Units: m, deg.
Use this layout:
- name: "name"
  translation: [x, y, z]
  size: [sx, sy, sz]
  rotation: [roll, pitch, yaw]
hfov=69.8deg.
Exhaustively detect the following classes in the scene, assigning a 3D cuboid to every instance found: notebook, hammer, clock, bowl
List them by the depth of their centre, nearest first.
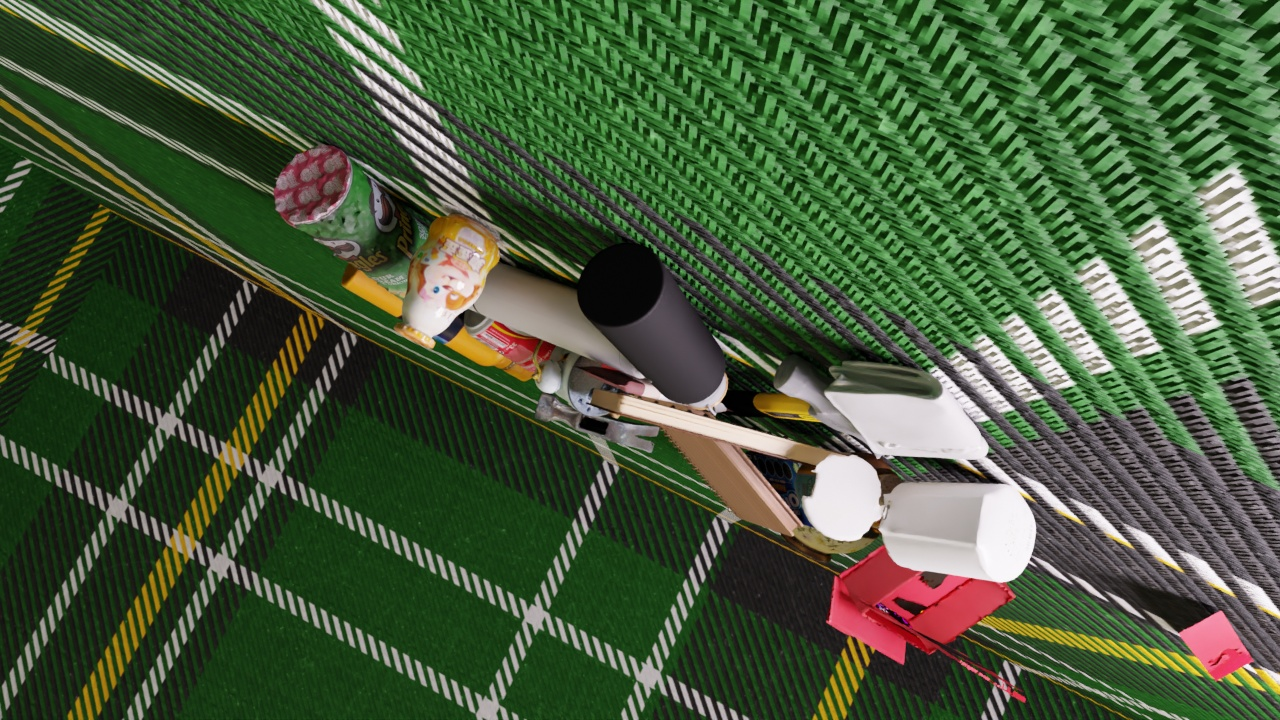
- name: "hammer"
  translation: [0.113, 0.040, 0.819]
  size: [0.127, 0.029, 0.324]
  rotation: [29, 171, -14]
- name: "notebook"
  translation: [0.068, 0.063, 0.855]
  size: [0.225, 0.024, 0.167]
  rotation: [16, 177, -11]
- name: "clock"
  translation: [-0.061, 0.006, 0.943]
  size: [0.117, 0.083, 0.057]
  rotation: [34, 175, -40]
- name: "notebook"
  translation: [0.084, 0.114, 1.079]
  size: [0.210, 0.022, 0.169]
  rotation: [50, 166, -11]
- name: "hammer"
  translation: [-0.040, 0.063, 1.128]
  size: [0.132, 0.033, 0.330]
  rotation: [17, -177, 2]
- name: "bowl"
  translation: [0.224, 0.210, 1.166]
  size: [0.145, 0.063, 0.145]
  rotation: [25, -169, -5]

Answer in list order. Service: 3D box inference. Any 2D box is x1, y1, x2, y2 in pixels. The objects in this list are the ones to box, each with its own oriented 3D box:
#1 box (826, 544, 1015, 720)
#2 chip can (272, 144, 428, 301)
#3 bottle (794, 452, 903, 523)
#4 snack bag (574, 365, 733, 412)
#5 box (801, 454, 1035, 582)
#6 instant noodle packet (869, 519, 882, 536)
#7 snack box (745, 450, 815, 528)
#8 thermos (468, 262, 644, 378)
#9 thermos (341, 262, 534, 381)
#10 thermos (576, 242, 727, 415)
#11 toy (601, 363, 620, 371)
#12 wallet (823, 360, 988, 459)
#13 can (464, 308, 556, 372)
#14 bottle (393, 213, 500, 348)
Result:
- name: "box"
  translation: [0.229, 0.411, 1.037]
  size: [0.215, 0.511, 0.141]
  rotation: [37, -178, -44]
- name: "chip can"
  translation: [-0.231, -0.105, 0.832]
  size: [0.075, 0.075, 0.223]
  rotation: [22, 169, 25]
- name: "bottle"
  translation: [0.205, 0.121, 0.875]
  size: [0.068, 0.067, 0.157]
  rotation: [28, 170, -7]
- name: "snack bag"
  translation: [0.016, 0.025, 0.807]
  size: [0.057, 0.013, 0.157]
  rotation: [23, -174, 43]
- name: "box"
  translation: [0.224, 0.125, 0.742]
  size: [0.143, 0.083, 0.138]
  rotation: [23, 162, -34]
- name: "instant noodle packet"
  translation: [0.248, 0.169, 1.089]
  size: [0.135, 0.039, 0.099]
  rotation: [26, 169, 0]
- name: "snack box"
  translation: [0.173, 0.145, 1.056]
  size: [0.150, 0.027, 0.082]
  rotation: [172, 79, -73]
- name: "thermos"
  translation: [-0.082, -0.045, 0.814]
  size: [0.224, 0.052, 0.052]
  rotation: [21, 169, 29]
- name: "thermos"
  translation: [-0.207, -0.062, 1.023]
  size: [0.232, 0.091, 0.076]
  rotation: [32, 138, -27]
- name: "thermos"
  translation: [0.023, -0.010, 0.691]
  size: [0.061, 0.061, 0.231]
  rotation: [22, 169, 25]
- name: "toy"
  translation: [-0.005, 0.005, 0.889]
  size: [0.135, 0.045, 0.092]
  rotation: [27, 170, -38]
- name: "wallet"
  translation: [0.179, 0.033, 0.613]
  size: [0.086, 0.032, 0.116]
  rotation: [7, 158, 34]
- name: "can"
  translation: [-0.128, -0.032, 0.962]
  size: [0.104, 0.064, 0.064]
  rotation: [34, 168, -37]
- name: "bottle"
  translation: [-0.162, -0.065, 0.757]
  size: [0.063, 0.109, 0.063]
  rotation: [26, 172, 4]
